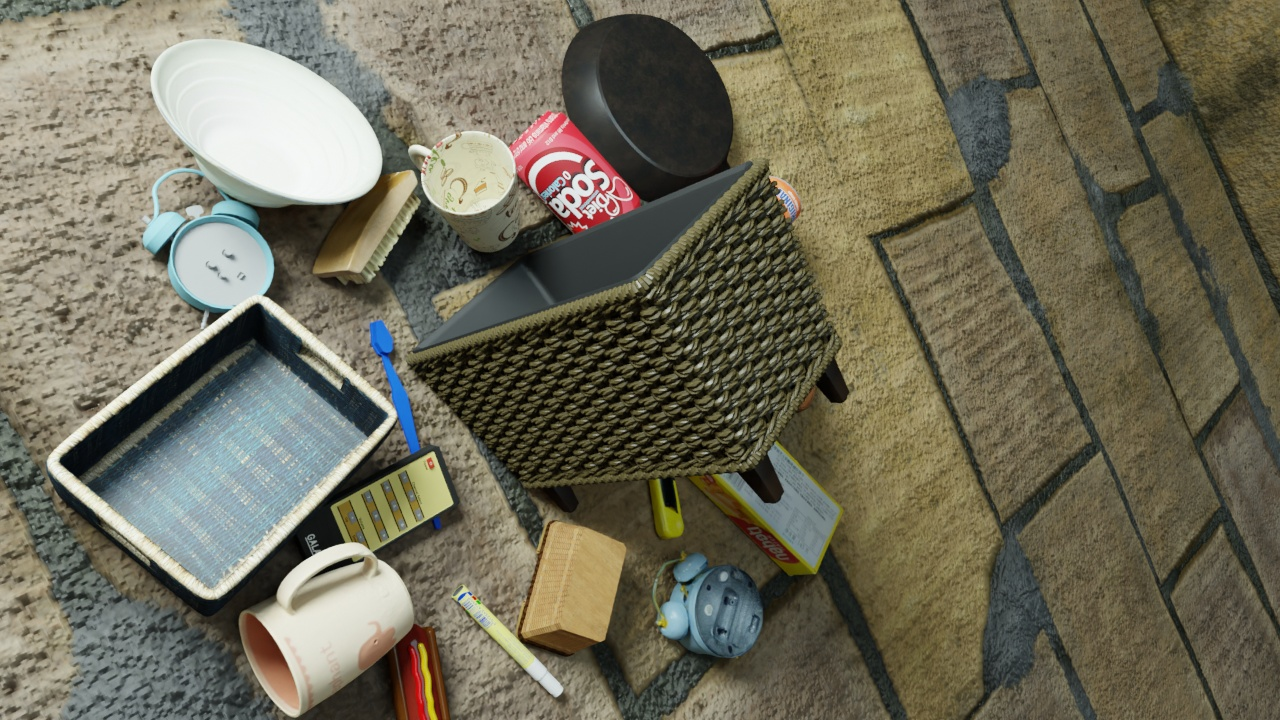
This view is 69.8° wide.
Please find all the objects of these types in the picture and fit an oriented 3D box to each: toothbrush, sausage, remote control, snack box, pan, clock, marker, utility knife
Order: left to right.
[{"bbox_3d":[-0.333,-0.091,0.710,0.087,0.042,0.123,-24,93,-39],"label":"clock"},{"bbox_3d":[-0.212,0.122,0.742,0.133,0.013,0.058,-30,112,-35],"label":"remote control"},{"bbox_3d":[-0.199,0.055,0.787,0.016,0.011,0.186,-16,86,-39],"label":"toothbrush"},{"bbox_3d":[-0.170,0.286,0.723,0.040,0.040,0.155,-6,80,-38],"label":"sausage"},{"bbox_3d":[-0.114,0.244,0.794,0.132,0.014,0.014,50,53,-15],"label":"marker"},{"bbox_3d":[0.018,0.096,0.937,0.028,0.020,0.171,-2,77,-40],"label":"utility knife"},{"bbox_3d":[0.063,-0.249,1.058,0.356,0.043,0.248,44,55,-19],"label":"pan"},{"bbox_3d":[0.063,0.242,0.906,0.124,0.052,0.088,34,60,-24],"label":"clock"},{"bbox_3d":[0.132,0.138,0.996,0.200,0.042,0.091,45,55,-18],"label":"snack box"}]

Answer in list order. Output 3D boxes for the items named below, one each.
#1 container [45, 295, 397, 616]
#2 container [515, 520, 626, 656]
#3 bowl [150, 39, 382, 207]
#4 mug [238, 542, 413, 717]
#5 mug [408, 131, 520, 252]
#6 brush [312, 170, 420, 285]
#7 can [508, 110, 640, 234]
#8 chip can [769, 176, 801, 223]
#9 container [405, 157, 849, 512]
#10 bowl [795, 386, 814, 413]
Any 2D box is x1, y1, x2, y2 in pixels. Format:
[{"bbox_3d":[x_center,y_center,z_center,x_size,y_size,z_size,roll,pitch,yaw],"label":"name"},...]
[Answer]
[{"bbox_3d":[-0.292,0.065,0.659,0.145,0.071,0.186,42,55,-4],"label":"container"},{"bbox_3d":[-0.058,0.201,0.818,0.063,0.061,0.113,29,61,-28],"label":"container"},{"bbox_3d":[-0.300,-0.172,0.730,0.176,0.058,0.176,27,37,-23],"label":"bowl"},{"bbox_3d":[-0.225,0.184,0.671,0.104,0.085,0.112,-24,132,-44],"label":"mug"},{"bbox_3d":[-0.162,-0.155,0.829,0.122,0.097,0.081,31,75,12],"label":"mug"},{"bbox_3d":[-0.232,-0.113,0.791,0.039,0.049,0.116,55,47,-40],"label":"brush"},{"bbox_3d":[-0.063,-0.177,0.920,0.142,0.075,0.074,46,54,-17],"label":"can"},{"bbox_3d":[0.096,-0.116,1.009,0.062,0.062,0.209,49,63,-15],"label":"chip can"},{"bbox_3d":[-0.005,0.004,0.764,0.176,0.322,0.205,-48,113,-36],"label":"container"},{"bbox_3d":[0.121,0.000,1.004,0.147,0.069,0.147,34,41,-36],"label":"bowl"}]
